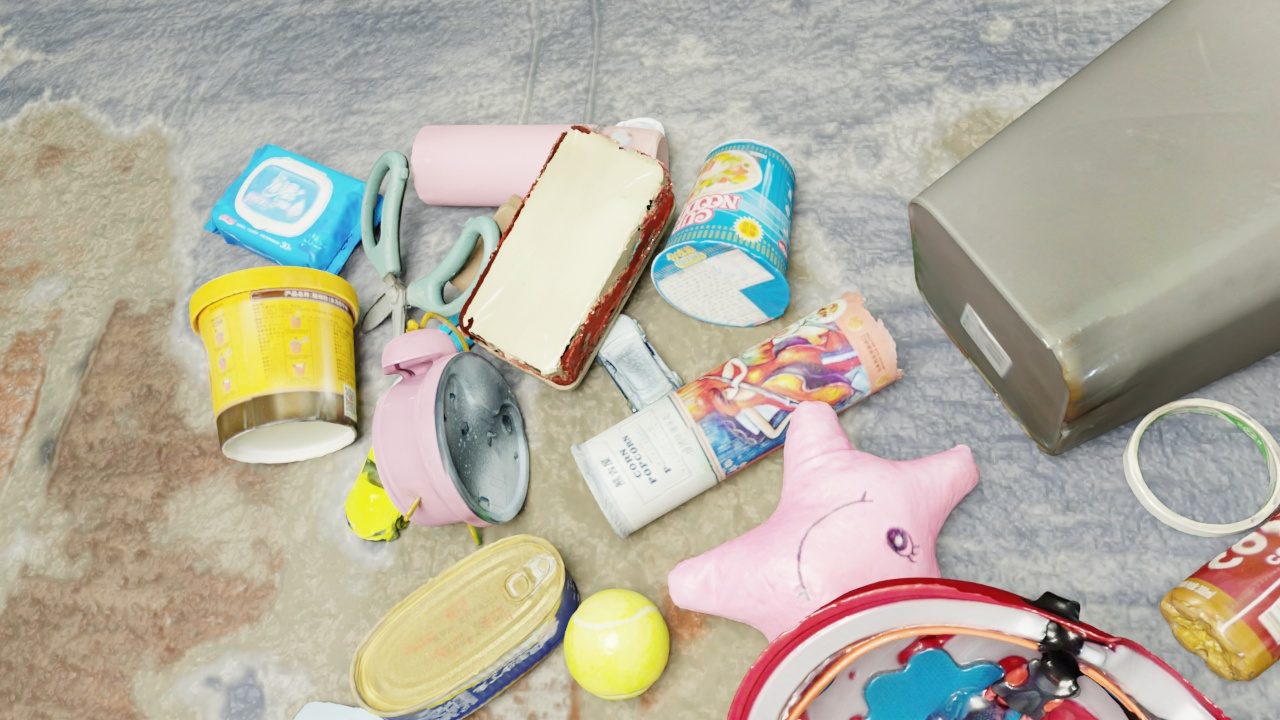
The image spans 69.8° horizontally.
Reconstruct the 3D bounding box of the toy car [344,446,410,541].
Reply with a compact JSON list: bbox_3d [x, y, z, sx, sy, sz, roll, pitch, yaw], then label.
[{"bbox_3d":[-0.180,0.079,0.665,0.048,0.032,0.105,16,72,18],"label":"toy car"}]

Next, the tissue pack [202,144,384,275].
[{"bbox_3d":[-0.294,-0.126,0.773,0.157,0.052,0.094,24,73,21],"label":"tissue pack"}]

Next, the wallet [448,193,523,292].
[{"bbox_3d":[-0.075,-0.064,0.693,0.115,0.033,0.090,33,81,12],"label":"wallet"}]

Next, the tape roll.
[{"bbox_3d":[0.345,0.065,0.563,0.086,0.014,0.085,-5,65,10],"label":"tape roll"}]

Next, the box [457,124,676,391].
[{"bbox_3d":[-0.048,-0.071,0.634,0.091,0.077,0.168,28,85,12],"label":"box"}]

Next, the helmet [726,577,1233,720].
[{"bbox_3d":[0.159,0.203,0.456,0.240,0.144,0.207,35,95,8],"label":"helmet"}]

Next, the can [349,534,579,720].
[{"bbox_3d":[-0.108,0.174,0.583,0.148,0.049,0.074,-35,53,-12],"label":"can"}]

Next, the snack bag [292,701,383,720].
[{"bbox_3d":[-0.148,0.279,0.564,0.191,0.039,0.110,4,69,17],"label":"snack bag"}]

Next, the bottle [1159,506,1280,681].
[{"bbox_3d":[0.378,0.105,0.512,0.175,0.057,0.057,-36,63,-5],"label":"bottle"}]

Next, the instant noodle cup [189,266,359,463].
[{"bbox_3d":[-0.262,0.007,0.674,0.118,0.118,0.114,-16,71,5],"label":"instant noodle cup"}]

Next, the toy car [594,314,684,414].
[{"bbox_3d":[-0.004,0.004,0.660,0.043,0.034,0.090,-35,62,-1],"label":"toy car"}]

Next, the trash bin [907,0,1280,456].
[{"bbox_3d":[0.299,-0.073,0.548,0.220,0.198,0.199,-33,61,5],"label":"trash bin"}]

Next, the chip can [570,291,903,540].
[{"bbox_3d":[0.064,0.035,0.609,0.214,0.071,0.071,-29,63,-3],"label":"chip can"}]

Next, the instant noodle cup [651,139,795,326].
[{"bbox_3d":[0.068,-0.096,0.661,0.099,0.099,0.109,7,60,16],"label":"instant noodle cup"}]

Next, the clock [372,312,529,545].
[{"bbox_3d":[-0.129,0.040,0.627,0.060,0.117,0.158,-14,65,19],"label":"clock"}]

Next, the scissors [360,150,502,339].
[{"bbox_3d":[-0.175,-0.092,0.702,0.171,0.019,0.179,-32,69,34],"label":"scissors"}]

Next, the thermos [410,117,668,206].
[{"bbox_3d":[-0.077,-0.163,0.736,0.199,0.067,0.087,2,54,14],"label":"thermos"}]

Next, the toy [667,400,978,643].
[{"bbox_3d":[0.134,0.121,0.550,0.178,0.075,0.194,40,81,8],"label":"toy"}]

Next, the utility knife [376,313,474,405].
[{"bbox_3d":[-0.140,-0.022,0.710,0.034,0.018,0.178,38,79,24],"label":"utility knife"}]

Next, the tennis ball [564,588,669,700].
[{"bbox_3d":[-0.015,0.174,0.565,0.065,0.065,0.065,-5,65,10],"label":"tennis ball"}]
